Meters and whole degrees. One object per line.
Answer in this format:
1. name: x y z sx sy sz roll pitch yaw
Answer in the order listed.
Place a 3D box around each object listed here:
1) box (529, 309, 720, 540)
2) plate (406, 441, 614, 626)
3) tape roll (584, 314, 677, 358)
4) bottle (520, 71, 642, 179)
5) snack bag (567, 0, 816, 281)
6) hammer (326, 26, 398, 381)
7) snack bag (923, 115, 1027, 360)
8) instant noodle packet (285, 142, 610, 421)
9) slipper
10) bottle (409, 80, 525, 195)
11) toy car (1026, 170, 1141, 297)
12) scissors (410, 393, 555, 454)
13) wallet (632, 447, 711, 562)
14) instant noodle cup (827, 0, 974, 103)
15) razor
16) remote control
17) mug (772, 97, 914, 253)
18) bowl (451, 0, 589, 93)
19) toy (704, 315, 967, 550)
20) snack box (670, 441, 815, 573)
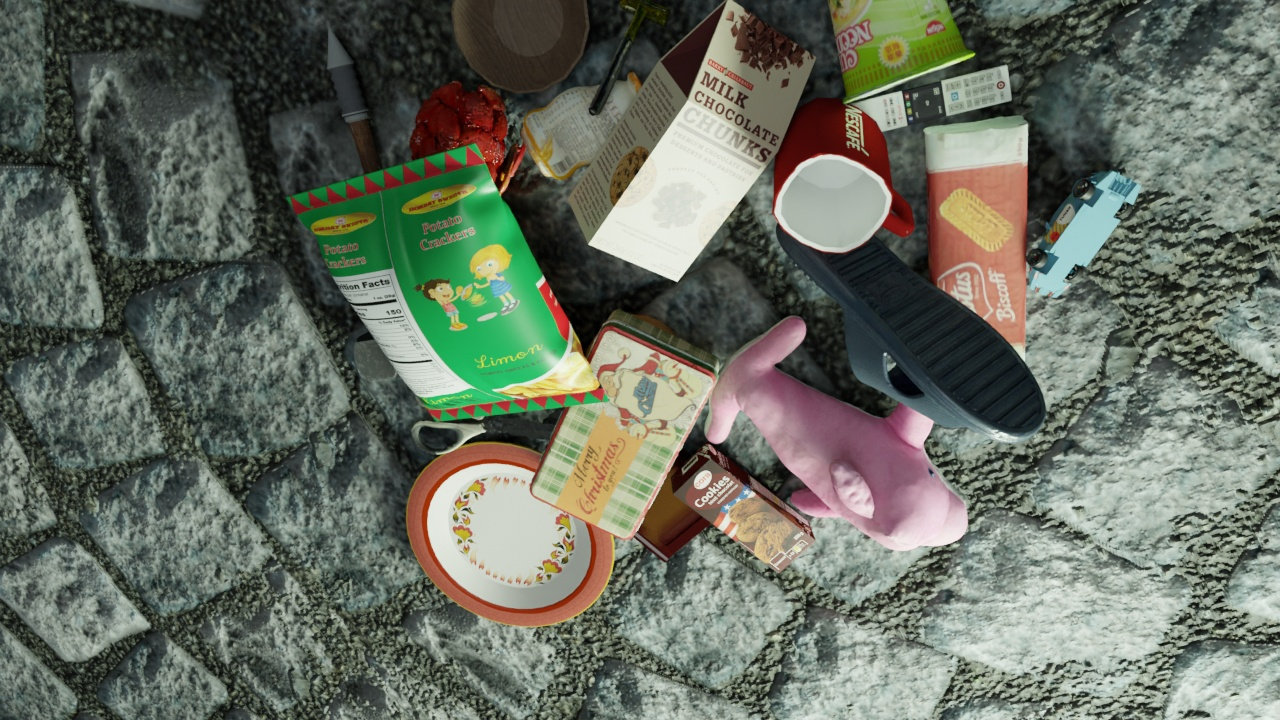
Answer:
1. box: -0.017 0.063 0.851 0.117 0.050 0.206 28 117 0
2. plate: -0.138 0.185 0.977 0.230 0.021 0.230 5 114 11
3. tape roll: -0.005 0.005 0.866 0.094 0.027 0.094 5 114 11
4. bottle: -0.044 -0.199 0.768 0.108 0.063 0.063 -28 105 8
5. snack bag: 0.042 -0.175 0.731 0.094 0.069 0.207 19 122 -35
6. hammer: -0.236 -0.139 0.851 0.156 0.043 0.322 -8 109 16
7. snack bag: 0.277 -0.083 0.759 0.077 0.041 0.225 -4 111 12
8. instant noodle packet: -0.159 -0.050 0.779 0.196 0.090 0.253 -8 126 27
9. slipper: 0.202 -0.020 0.748 0.263 0.101 0.083 46 140 17
10. bottle: -0.149 -0.174 0.786 0.099 0.099 0.111 2 72 12
11. toy car: 0.346 -0.104 0.734 0.060 0.027 0.108 12 119 -31
12. scissors: -0.158 0.072 0.921 0.169 0.012 0.133 37 103 7
13. wallet: 0.026 0.145 0.928 0.091 0.018 0.116 40 117 -7
14. instant noodle cup: 0.182 -0.258 0.678 0.099 0.098 0.108 -18 101 19
15. razor: -0.016 -0.243 0.736 0.042 0.026 0.105 24 82 0
16. remote control: 0.228 -0.206 0.731 0.124 0.011 0.028 -10 110 17
17. mug: 0.163 -0.139 0.720 0.116 0.096 0.081 26 129 -12
18. bowl: -0.096 -0.283 0.759 0.118 0.030 0.118 5 114 11
19. toy: 0.177 0.088 0.809 0.265 0.127 0.187 36 120 2
20. snack box: 0.099 0.142 0.882 0.141 0.031 0.051 39 108 -18
